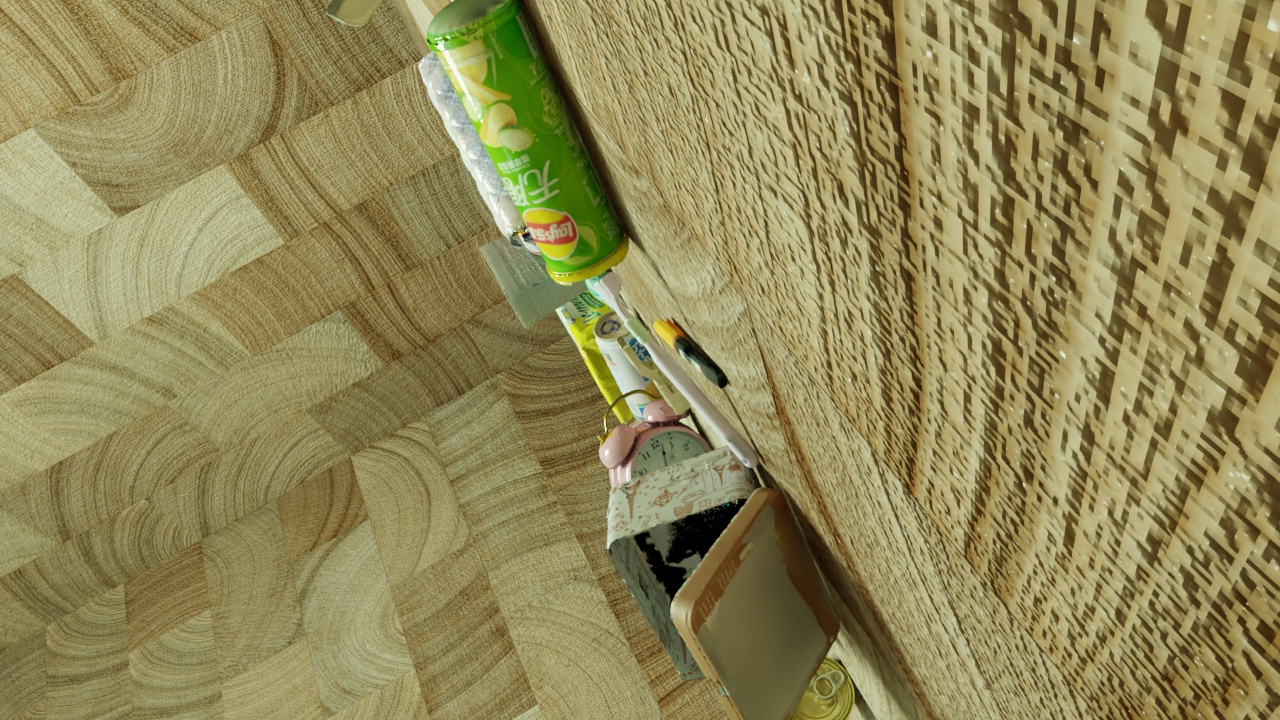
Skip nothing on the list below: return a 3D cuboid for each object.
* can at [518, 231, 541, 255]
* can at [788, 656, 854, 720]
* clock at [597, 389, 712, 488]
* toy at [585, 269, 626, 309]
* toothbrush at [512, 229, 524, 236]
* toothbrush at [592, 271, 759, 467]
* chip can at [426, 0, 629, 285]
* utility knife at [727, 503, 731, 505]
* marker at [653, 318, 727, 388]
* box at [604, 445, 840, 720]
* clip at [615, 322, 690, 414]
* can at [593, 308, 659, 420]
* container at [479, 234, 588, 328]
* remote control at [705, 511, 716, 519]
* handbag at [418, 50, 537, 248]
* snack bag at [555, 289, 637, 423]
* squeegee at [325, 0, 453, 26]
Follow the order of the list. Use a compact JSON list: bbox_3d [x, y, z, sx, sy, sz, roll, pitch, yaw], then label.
[{"bbox_3d":[-0.115,-0.172,1.034,0.066,0.066,0.094,58,175,33],"label":"can"},{"bbox_3d":[0.182,0.351,0.966,0.075,0.075,0.111,59,176,21],"label":"can"},{"bbox_3d":[0.019,0.106,1.004,0.158,0.117,0.060,59,166,-5],"label":"clock"},{"bbox_3d":[-0.043,-0.085,1.035,0.096,0.030,0.092,52,179,7],"label":"toy"},{"bbox_3d":[-0.141,-0.210,0.995,0.015,0.017,0.189,32,-140,-47],"label":"toothbrush"},{"bbox_3d":[0.030,0.009,0.714,0.189,0.021,0.029,51,143,-1],"label":"toothbrush"},{"bbox_3d":[-0.080,-0.163,0.686,0.221,0.072,0.072,64,174,-34],"label":"chip can"},{"bbox_3d":[0.125,0.210,1.090,0.207,0.013,0.029,59,175,20],"label":"utility knife"},{"bbox_3d":[0.039,-0.007,0.720,0.018,0.015,0.124,61,173,-30],"label":"marker"},{"bbox_3d":[0.073,0.196,0.732,0.177,0.153,0.182,-89,-26,-60],"label":"box"},{"bbox_3d":[0.018,0.012,0.939,0.104,0.035,0.083,56,176,-3],"label":"clip"},{"bbox_3d":[-0.006,0.006,1.021,0.053,0.053,0.135,55,173,48],"label":"can"},{"bbox_3d":[-0.118,-0.114,1.113,0.090,0.114,0.090,59,175,22],"label":"container"},{"bbox_3d":[0.097,0.188,1.005,0.136,0.024,0.053,-6,-109,-66],"label":"remote control"},{"bbox_3d":[-0.132,-0.202,0.891,0.194,0.075,0.134,61,-172,3],"label":"handbag"},{"bbox_3d":[-0.059,-0.034,1.256,0.246,0.068,0.158,54,173,52],"label":"snack bag"},{"bbox_3d":[-0.117,-0.241,0.734,0.246,0.039,0.245,50,-150,-37],"label":"squeegee"}]
